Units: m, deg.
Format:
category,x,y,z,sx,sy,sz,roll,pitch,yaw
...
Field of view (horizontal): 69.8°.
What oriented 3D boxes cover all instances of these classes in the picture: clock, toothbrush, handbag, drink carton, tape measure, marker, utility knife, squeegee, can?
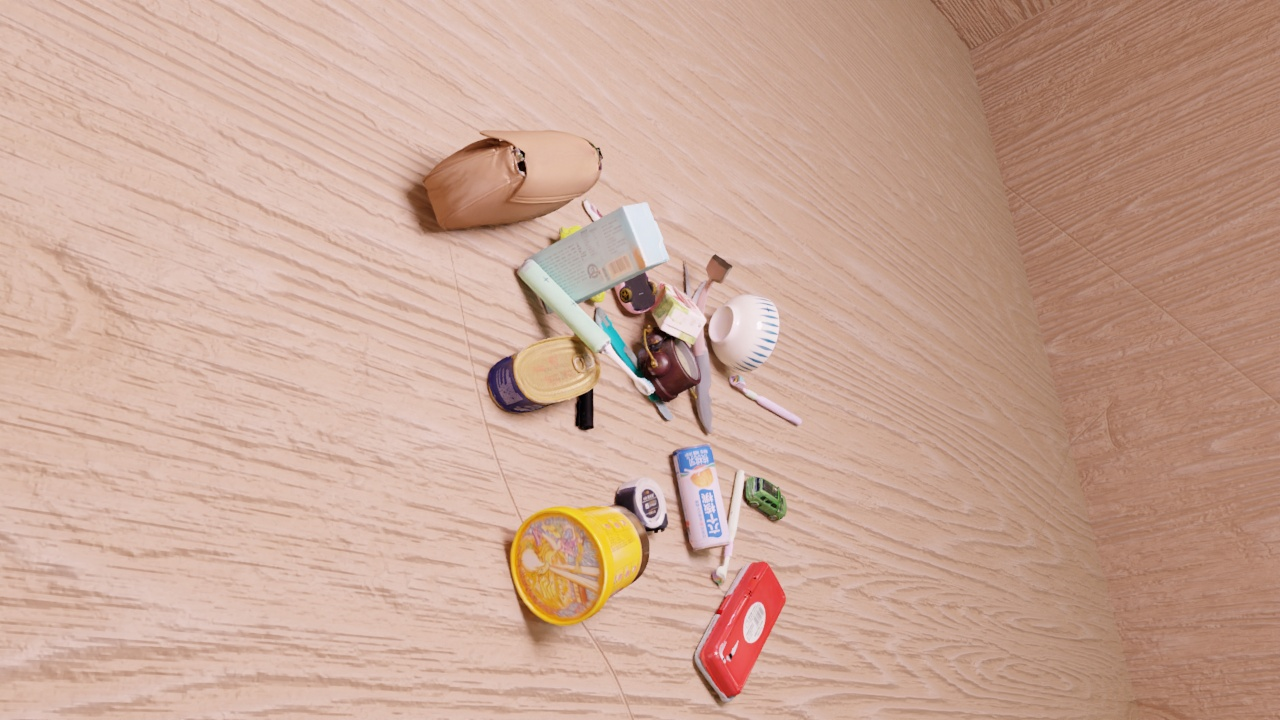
category,x,y,z,sx,sy,sz,roll,pitch,yaw
clock,0.033,0.003,1.221,0.122,0.055,0.082,44,28,-42
toothbrush,-0.021,-0.149,1.279,0.187,0.017,0.016,54,36,-20
handbag,-0.144,-0.212,1.042,0.204,0.148,0.100,-23,93,-59
drink carton,0.049,-0.067,1.243,0.053,0.045,0.122,25,13,-15
toothbrush,-0.065,-0.038,1.074,0.224,0.027,0.027,45,31,16
tape measure,0.001,0.178,1.123,0.065,0.034,0.066,14,64,-50
marker,-0.069,0.021,1.129,0.022,0.020,0.131,7,65,-19
toothbrush,0.125,0.225,1.272,0.189,0.020,0.029,-72,158,-43
utility knife,-0.007,0.007,1.219,0.187,0.013,0.029,55,37,-17
squeegee,0.091,-0.019,1.283,0.247,0.040,0.250,-96,-172,-80
toothbrush,0.203,0.066,1.456,0.189,0.029,0.021,31,90,-42
can,-0.108,0.016,1.054,0.147,0.049,0.074,-19,87,-54
can,0.080,0.180,1.206,0.053,0.053,0.134,8,66,-50

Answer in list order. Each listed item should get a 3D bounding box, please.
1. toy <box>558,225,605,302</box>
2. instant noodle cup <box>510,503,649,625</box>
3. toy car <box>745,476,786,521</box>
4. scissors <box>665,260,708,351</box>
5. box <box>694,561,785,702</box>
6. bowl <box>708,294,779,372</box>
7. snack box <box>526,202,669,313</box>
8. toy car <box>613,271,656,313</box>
category,x,y,z,sx,sy,sz,roll,pitch,yaw
toy,-0.074,-0.127,1.185,0.096,0.031,0.100,33,44,-57
instant noodle cup,-0.057,0.206,0.970,0.114,0.119,0.118,-4,75,-60
toy car,0.187,0.202,1.350,0.091,0.036,0.043,39,43,-39
scissors,0.074,-0.071,1.365,0.177,0.014,0.159,-23,91,-55
box,0.133,0.352,1.203,0.086,0.047,0.200,60,36,-11
bowl,0.144,-0.046,1.361,0.066,0.117,0.116,16,59,-31
snack box,-0.053,-0.120,1.090,0.051,0.175,0.074,-22,90,-51
toy car,-0.020,-0.121,1.248,0.056,0.037,0.122,-19,85,-43
